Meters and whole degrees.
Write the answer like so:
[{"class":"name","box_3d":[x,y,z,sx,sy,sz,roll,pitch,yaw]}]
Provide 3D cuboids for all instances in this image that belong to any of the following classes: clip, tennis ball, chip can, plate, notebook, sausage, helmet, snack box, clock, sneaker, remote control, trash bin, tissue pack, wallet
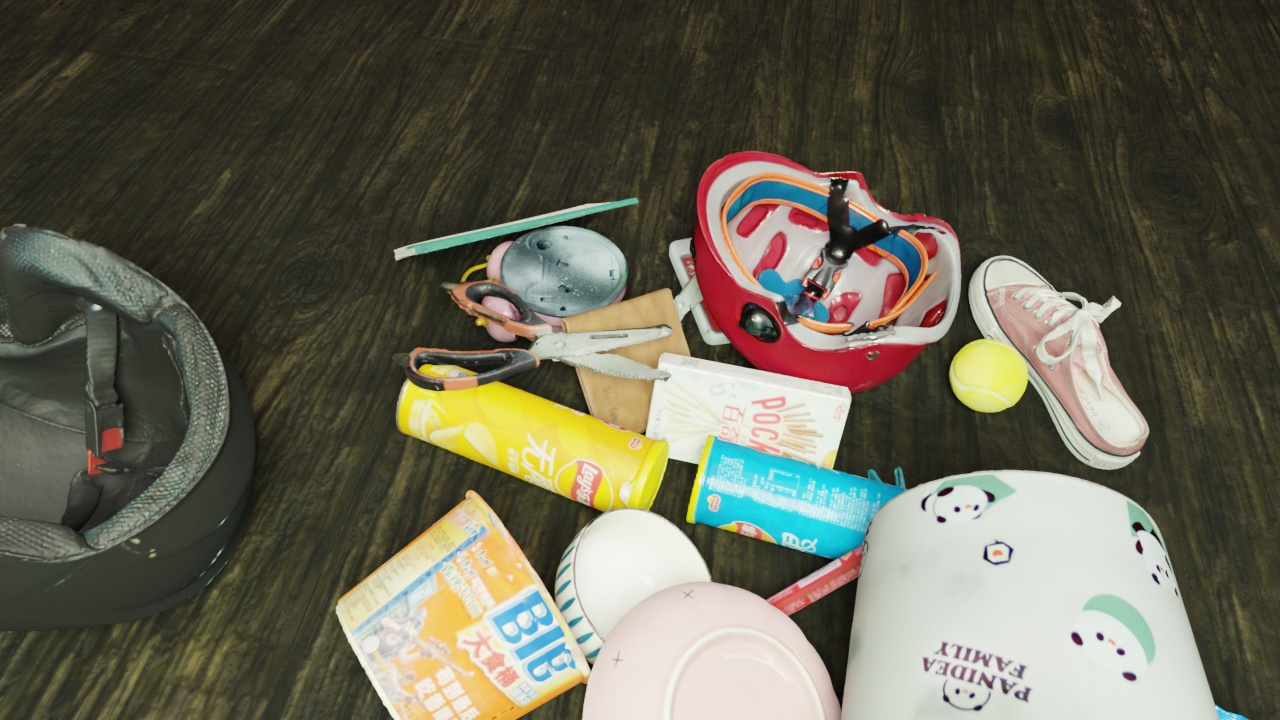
[{"class":"clip","box_3d":[0.208,0.112,0.757,0.037,0.013,0.055,-4,49,-7]},{"class":"tennis ball","box_3d":[0.308,0.013,0.814,0.065,0.066,0.065,2,50,-3]},{"class":"chip can","box_3d":[-0.087,0.063,0.739,0.213,0.072,0.071,20,51,13]},{"class":"plate","box_3d":[0.058,0.231,0.573,0.192,0.039,0.192,14,60,-25]},{"class":"notebook","box_3d":[-0.123,-0.125,0.871,0.208,0.012,0.150,-16,11,-19]},{"class":"sausage","box_3d":[0.127,0.163,0.667,0.156,0.020,0.020,-32,54,7]},{"class":"helmet","box_3d":[-0.394,0.065,0.611,0.275,0.230,0.233,0,56,6]},{"class":"chip can","box_3d":[0.145,0.118,0.710,0.210,0.071,0.071,14,50,7]},{"class":"snack box","box_3d":[0.086,0.050,0.753,0.157,0.085,0.026,11,23,5]},{"class":"clock","box_3d":[-0.090,-0.066,0.855,0.158,0.060,0.117,2,51,-5]},{"class":"sneaker","box_3d":[0.385,-0.020,0.833,0.118,0.088,0.240,-9,52,-11]},{"class":"remote control","box_3d":[0.070,-0.071,0.897,0.056,0.020,0.135,-10,52,-11]},{"class":"helmet","box_3d":[0.144,-0.064,0.808,0.240,0.144,0.206,29,51,6]},{"class":"trash bin","box_3d":[0.218,0.218,0.526,0.229,0.230,0.251,10,50,4]},{"class":"tissue pack","box_3d":[0.349,0.291,0.571,0.095,0.052,0.156,27,70,15]},{"class":"wallet","box_3d":[-0.005,0.005,0.790,0.101,0.020,0.115,-18,89,-17]}]

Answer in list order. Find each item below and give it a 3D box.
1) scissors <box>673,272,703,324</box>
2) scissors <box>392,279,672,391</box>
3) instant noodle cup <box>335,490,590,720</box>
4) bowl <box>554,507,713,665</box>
[{"class":"scissors","box_3d":[0.024,-0.049,0.835,0.144,0.012,0.170,18,73,-23]},{"class":"scissors","box_3d":[-0.089,-0.015,0.742,0.188,0.015,0.224,-34,56,-28]},{"class":"instant noodle cup","box_3d":[-0.118,0.177,0.597,0.111,0.152,0.151,-32,59,-18]},{"class":"bowl","box_3d":[-0.011,0.169,0.645,0.116,0.066,0.116,21,47,-24]}]
